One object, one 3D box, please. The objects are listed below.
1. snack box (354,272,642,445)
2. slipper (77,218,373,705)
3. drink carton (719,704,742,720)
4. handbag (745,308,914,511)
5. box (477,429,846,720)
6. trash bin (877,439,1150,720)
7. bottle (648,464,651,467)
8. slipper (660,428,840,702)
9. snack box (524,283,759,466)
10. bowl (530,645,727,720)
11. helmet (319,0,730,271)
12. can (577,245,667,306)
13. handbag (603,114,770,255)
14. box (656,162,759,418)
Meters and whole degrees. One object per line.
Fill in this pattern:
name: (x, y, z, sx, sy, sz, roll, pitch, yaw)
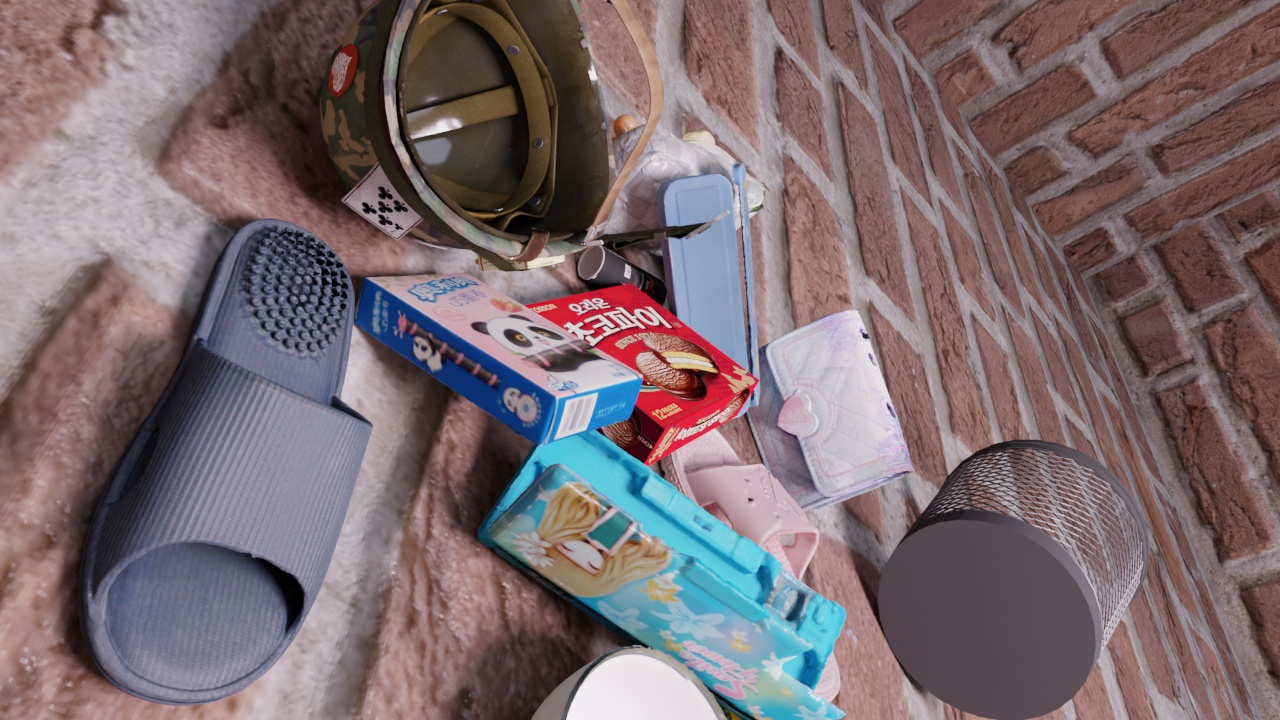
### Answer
snack box: (-0.084, -0.006, 0.541, 0.154, 0.033, 0.087, 30, 21, 25)
slipper: (-0.168, 0.024, 0.431, 0.101, 0.083, 0.263, 35, 39, -37)
drink carton: (0.059, 0.183, 0.628, 0.058, 0.041, 0.122, 96, -24, -71)
handbag: (0.164, 0.048, 0.833, 0.069, 0.127, 0.158, 8, 60, -49)
box: (0.031, 0.122, 0.526, 0.227, 0.117, 0.097, 36, 65, -8)
trash bin: (0.365, 0.211, 0.906, 0.226, 0.218, 0.217, -17, 79, -54)
bottle: (-0.020, 0.064, 0.639, 0.112, 0.047, 0.047, -20, 81, -58)
slipper: (0.097, 0.143, 0.703, 0.094, 0.065, 0.239, 2, 57, -52)
snack box: (-0.004, 0.004, 0.665, 0.132, 0.036, 0.151, 38, 27, 18)
bowl: (-0.011, 0.236, 0.482, 0.153, 0.073, 0.153, 34, 40, -34)
helmet: (-0.079, -0.152, 0.553, 0.223, 0.236, 0.193, -61, 140, -65)
can: (-0.014, -0.067, 0.767, 0.080, 0.032, 0.031, 25, 45, -43)
handbag: (0.018, -0.157, 0.817, 0.171, 0.113, 0.123, 10, 47, -51)
box: (0.072, -0.056, 0.766, 0.121, 0.047, 0.210, -23, 114, -43)
